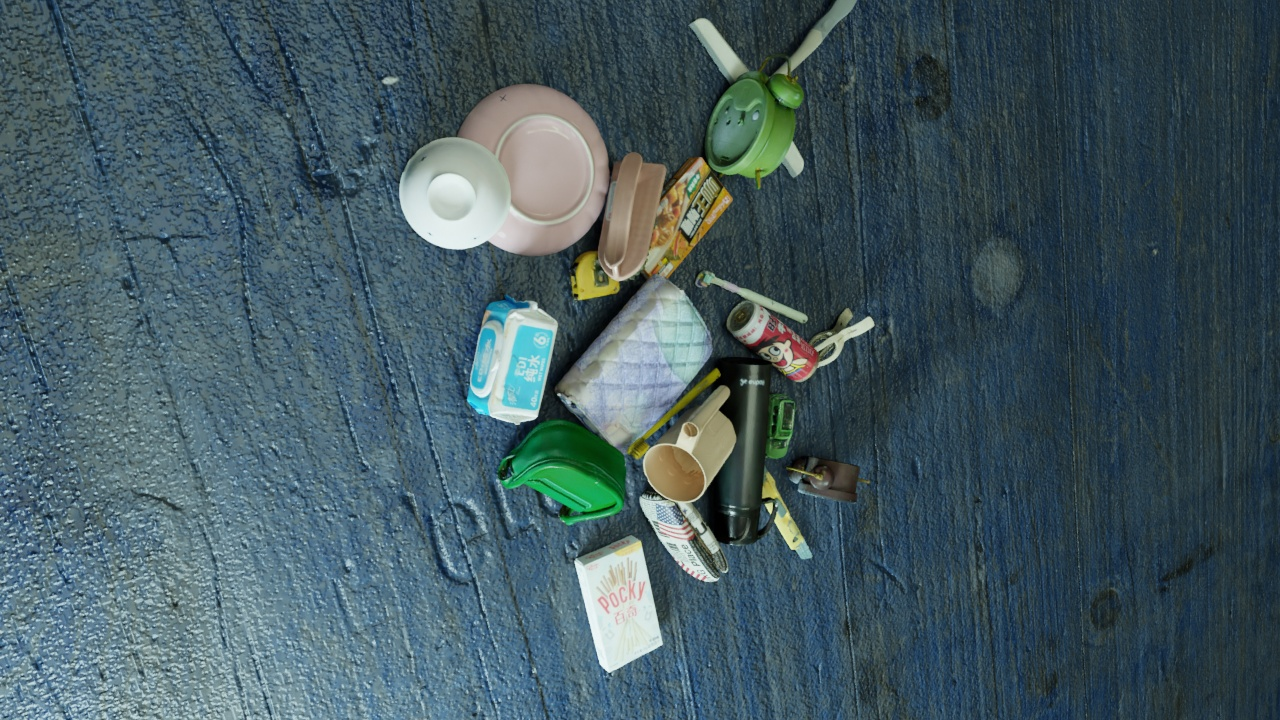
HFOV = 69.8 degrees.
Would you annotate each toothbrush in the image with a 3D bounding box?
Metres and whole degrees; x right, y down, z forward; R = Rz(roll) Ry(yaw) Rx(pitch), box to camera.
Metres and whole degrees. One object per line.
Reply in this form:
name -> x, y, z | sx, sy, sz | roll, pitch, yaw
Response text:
toothbrush -> 0.152, -0.081, 1.218 | 0.189, 0.029, 0.020 | 18, 48, -32
toothbrush -> 0.045, 0.063, 1.122 | 0.189, 0.016, 0.016 | -40, 159, -40

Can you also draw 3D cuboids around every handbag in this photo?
handbag -> -0.087, 0.137, 1.069 | 0.131, 0.120, 0.067 | 33, 38, -31
handbag -> -0.007, 0.007, 1.104 | 0.193, 0.076, 0.134 | -50, 137, -15

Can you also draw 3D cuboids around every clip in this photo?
clip -> 0.275, -0.031, 1.281 | 0.097, 0.060, 0.034 | -39, 115, -7

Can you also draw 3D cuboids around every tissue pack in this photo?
tissue pack -> -0.146, -0.001, 1.021 | 0.063, 0.090, 0.140 | 11, 93, -31

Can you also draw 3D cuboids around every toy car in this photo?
toy car -> 0.188, 0.092, 1.257 | 0.043, 0.036, 0.091 | 1, 101, -31

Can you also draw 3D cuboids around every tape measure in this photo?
tape measure -> -0.053, -0.102, 1.092 | 0.060, 0.029, 0.057 | -12, 103, -28

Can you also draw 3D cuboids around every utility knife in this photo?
utility knife -> 0.201, 0.219, 1.300 | 0.031, 0.019, 0.178 | -36, 118, -13

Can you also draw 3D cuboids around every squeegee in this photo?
squeegee -> 0.218, -0.413, 1.190 | 0.246, 0.039, 0.246 | -48, 117, -15

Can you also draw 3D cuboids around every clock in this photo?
clock -> 0.256, 0.164, 1.280 | 0.121, 0.082, 0.055 | 14, 86, -31
clock -> 0.140, -0.295, 1.116 | 0.056, 0.116, 0.161 | 13, 103, -33

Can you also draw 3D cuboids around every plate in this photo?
plate -> -0.114, -0.214, 1.033 | 0.192, 0.039, 0.192 | -5, 100, -29

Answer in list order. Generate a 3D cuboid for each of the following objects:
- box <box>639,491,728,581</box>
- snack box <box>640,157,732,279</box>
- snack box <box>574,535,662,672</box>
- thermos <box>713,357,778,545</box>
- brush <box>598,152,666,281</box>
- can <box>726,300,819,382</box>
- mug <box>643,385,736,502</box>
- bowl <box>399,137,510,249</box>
box -> 0.053, 0.229, 1.184 | 0.077, 0.075, 0.163 | -37, 116, -13
snack box -> 0.043, -0.172, 1.136 | 0.153, 0.026, 0.075 | -50, 118, -13
snack box -> -0.026, 0.311, 1.176 | 0.084, 0.027, 0.157 | -19, 108, -26
thermos -> 0.142, 0.119, 1.216 | 0.089, 0.068, 0.242 | -2, 100, -22
brush -> -0.014, -0.162, 1.059 | 0.073, 0.063, 0.145 | 50, 50, -70
can -> 0.177, -0.026, 1.220 | 0.132, 0.053, 0.053 | 34, 81, -29
mug -> 0.068, 0.098, 1.130 | 0.103, 0.084, 0.125 | -43, 156, -51
bowl -> -0.195, -0.172, 0.957 | 0.118, 0.064, 0.118 | -2, 104, -8
